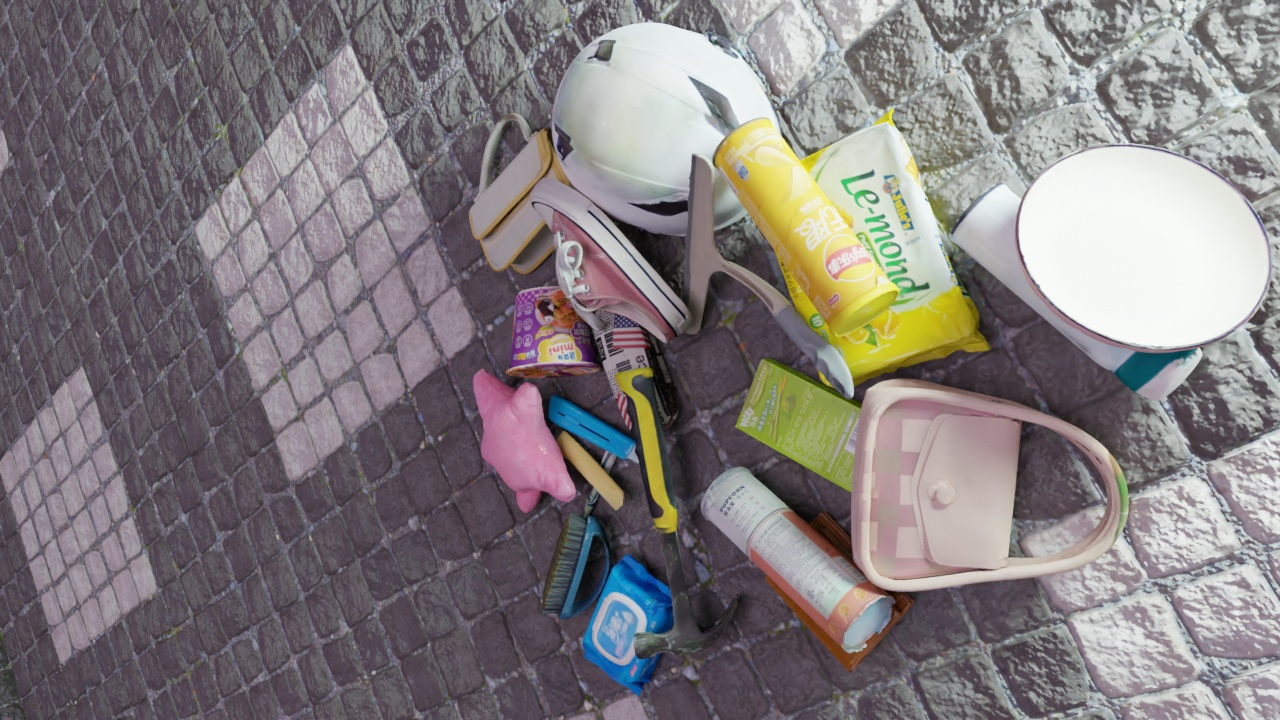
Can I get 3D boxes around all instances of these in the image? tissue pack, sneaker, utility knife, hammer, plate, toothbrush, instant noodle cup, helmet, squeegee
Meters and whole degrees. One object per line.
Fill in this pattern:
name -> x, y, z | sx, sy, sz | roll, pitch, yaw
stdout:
tissue pack -> -0.014, 0.320, 1.100 | 0.095, 0.052, 0.157 | 31, 111, 28
sneaker -> -0.052, -0.101, 1.016 | 0.087, 0.118, 0.241 | -42, 79, -8
utility knife -> -0.066, 0.132, 1.127 | 0.151, 0.018, 0.031 | 45, 119, 42
utility knife -> -0.053, 0.086, 1.116 | 0.166, 0.018, 0.034 | 25, 98, 36
hammer -> 0.028, 0.167, 1.025 | 0.126, 0.032, 0.323 | -11, 90, 7
plate -> 0.398, -0.088, 0.743 | 0.192, 0.039, 0.192 | -2, 65, 4
toothbrush -> -0.061, 0.170, 1.139 | 0.016, 0.018, 0.192 | 33, 112, 27
instant noodle cup -> -0.106, -0.034, 1.103 | 0.112, 0.111, 0.099 | -8, 82, 34
helmet -> 0.008, -0.249, 0.978 | 0.259, 0.145, 0.229 | 37, 114, 26
squeegee -> 0.132, -0.049, 0.903 | 0.246, 0.039, 0.247 | 46, 152, 33

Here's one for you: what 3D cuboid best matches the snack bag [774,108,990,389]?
snack bag -> 0.220, -0.099, 0.894 | 0.158, 0.068, 0.246 | -24, 81, 34

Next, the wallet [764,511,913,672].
wallet -> 0.206, 0.235, 0.951 | 0.130, 0.035, 0.119 | 47, 113, 29

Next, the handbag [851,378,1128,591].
handbag -> 0.314, 0.119, 0.840 | 0.234, 0.093, 0.193 | 4, 102, 18

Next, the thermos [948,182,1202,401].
thermos -> 0.374, -0.058, 0.795 | 0.224, 0.073, 0.073 | 48, 118, 21

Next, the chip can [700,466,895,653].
chip can -> 0.155, 0.197, 0.931 | 0.215, 0.071, 0.071 | 40, 116, 42

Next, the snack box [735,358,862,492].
snack box -> 0.181, 0.067, 0.960 | 0.156, 0.026, 0.086 | 28, 109, 29

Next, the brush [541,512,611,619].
brush -> -0.075, 0.256, 1.131 | 0.073, 0.055, 0.144 | 14, 108, -7

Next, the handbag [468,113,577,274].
handbag -> -0.157, -0.218, 1.149 | 0.164, 0.063, 0.178 | -41, 68, 28

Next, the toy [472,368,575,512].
toy -> -0.161, 0.099, 1.162 | 0.179, 0.074, 0.194 | -18, 95, 51

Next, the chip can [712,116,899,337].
chip can -> 0.150, -0.125, 0.857 | 0.072, 0.072, 0.213 | -43, 69, 29

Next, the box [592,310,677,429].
box -> -0.003, 0.007, 1.076 | 0.074, 0.064, 0.164 | -19, 83, 7
